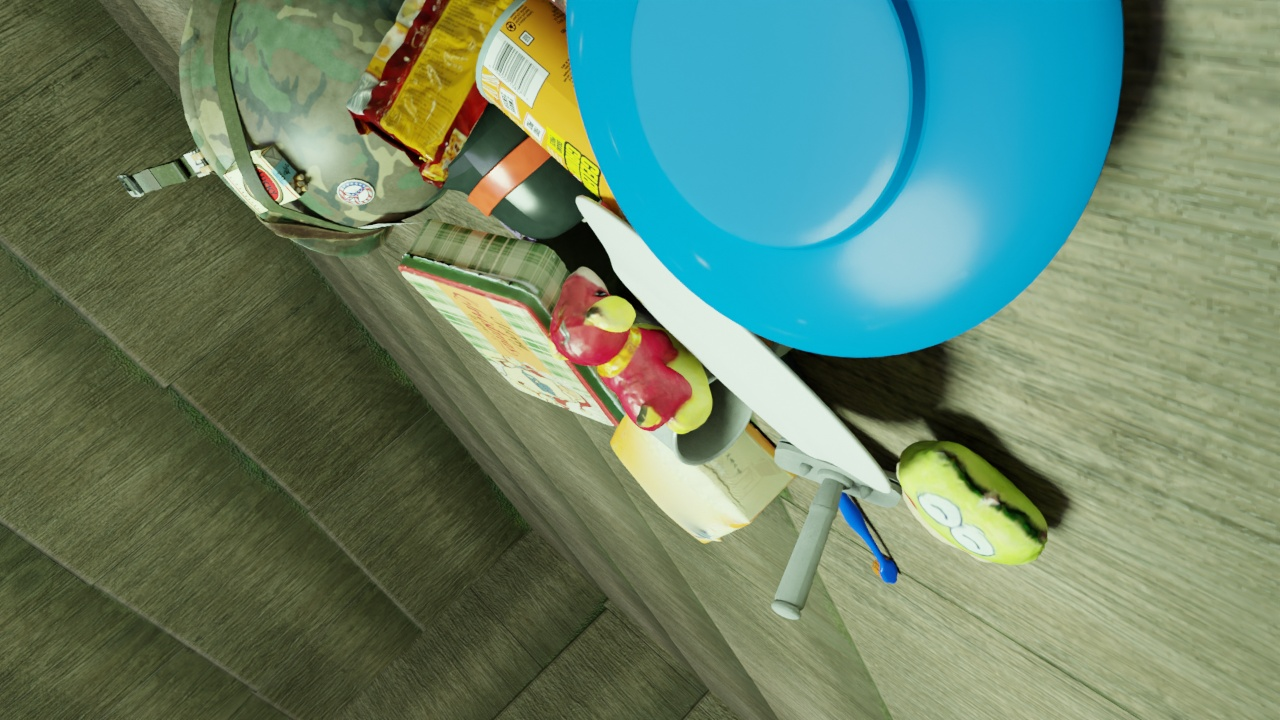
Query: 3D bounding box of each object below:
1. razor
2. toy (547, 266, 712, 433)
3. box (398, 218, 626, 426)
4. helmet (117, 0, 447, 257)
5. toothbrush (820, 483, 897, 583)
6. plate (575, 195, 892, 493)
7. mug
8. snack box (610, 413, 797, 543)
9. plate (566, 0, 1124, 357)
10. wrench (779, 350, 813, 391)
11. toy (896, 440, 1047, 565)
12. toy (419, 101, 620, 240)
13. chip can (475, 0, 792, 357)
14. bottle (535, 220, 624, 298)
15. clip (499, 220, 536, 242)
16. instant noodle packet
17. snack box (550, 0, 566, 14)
[{"bbox_3d":[0.116,0.115,0.611,0.088,0.116,0.047,20,159,15],"label":"razor"},{"bbox_3d":[-0.004,0.004,0.607,0.137,0.067,0.105,36,-152,-35],"label":"toy"},{"bbox_3d":[-0.083,-0.022,0.685,0.118,0.050,0.205,15,159,24],"label":"box"},{"bbox_3d":[-0.234,-0.182,0.666,0.236,0.192,0.225,10,131,16],"label":"helmet"},{"bbox_3d":[0.161,0.115,0.721,0.182,0.016,0.018,55,168,-26],"label":"toothbrush"},{"bbox_3d":[0.047,-0.004,0.532,0.242,0.016,0.242,44,179,0],"label":"plate"},{"bbox_3d":[0.039,0.017,0.704,0.070,0.084,0.113,37,132,39],"label":"mug"},{"bbox_3d":[0.045,0.095,0.851,0.145,0.080,0.195,46,164,7],"label":"snack box"},{"bbox_3d":[0.047,-0.099,0.326,0.224,0.024,0.225,26,132,33],"label":"plate"},{"bbox_3d":[0.078,-0.018,0.605,0.073,0.022,0.273,19,148,55],"label":"wrench"},{"bbox_3d":[0.186,0.084,0.535,0.092,0.046,0.115,41,171,11],"label":"toy"},{"bbox_3d":[-0.066,-0.125,0.586,0.119,0.097,0.100,50,148,-9],"label":"toy"},{"bbox_3d":[0.015,-0.100,0.474,0.215,0.075,0.075,43,164,13],"label":"chip can"},{"bbox_3d":[-0.049,-0.040,0.786,0.071,0.071,0.207,42,163,16],"label":"bottle"},{"bbox_3d":[-0.110,-0.122,0.857,0.050,0.014,0.046,47,164,-9],"label":"clip"},{"bbox_3d":[-0.115,-0.177,0.535,0.098,0.135,0.039,35,-172,40],"label":"instant noodle packet"},{"bbox_3d":[0.006,-0.162,0.427,0.141,0.031,0.051,43,164,12],"label":"snack box"}]
